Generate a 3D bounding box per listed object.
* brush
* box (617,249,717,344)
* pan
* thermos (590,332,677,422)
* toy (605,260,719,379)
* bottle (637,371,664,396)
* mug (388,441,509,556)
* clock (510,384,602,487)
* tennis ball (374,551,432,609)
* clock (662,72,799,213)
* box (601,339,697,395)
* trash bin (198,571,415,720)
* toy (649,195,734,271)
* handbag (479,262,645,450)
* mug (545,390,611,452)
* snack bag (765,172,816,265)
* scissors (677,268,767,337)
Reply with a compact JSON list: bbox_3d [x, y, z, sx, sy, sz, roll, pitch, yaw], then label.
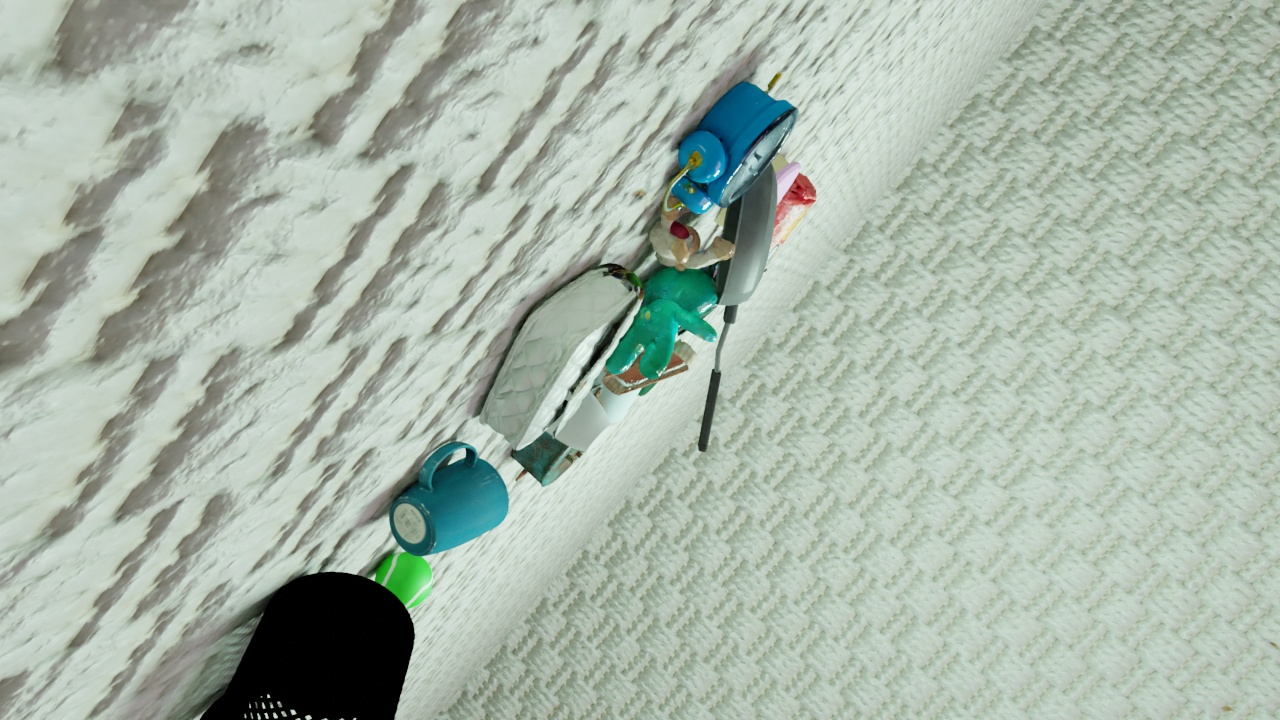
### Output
[{"bbox_3d":[0.130,-0.181,1.216,0.089,0.043,0.229,-39,167,-45],"label":"brush"},{"bbox_3d":[0.017,-0.065,1.108,0.209,0.037,0.066,-44,-156,-29],"label":"box"},{"bbox_3d":[0.107,-0.062,1.058,0.178,0.041,0.358,-85,-176,-74],"label":"pan"},{"bbox_3d":[-0.018,0.006,1.227,0.077,0.065,0.207,3,146,-20],"label":"thermos"},{"bbox_3d":[0.028,-0.056,1.003,0.192,0.131,0.072,-59,144,-37],"label":"toy"},{"bbox_3d":[0.009,-0.007,1.312,0.061,0.061,0.131,-47,171,-27],"label":"bottle"},{"bbox_3d":[-0.198,0.138,0.933,0.104,0.084,0.112,-24,126,-56],"label":"mug"},{"bbox_3d":[-0.096,0.096,1.214,0.158,0.073,0.121,-53,170,19],"label":"clock"},{"bbox_3d":[-0.273,0.253,1.058,0.065,0.065,0.065,-47,171,-10],"label":"tennis ball"},{"bbox_3d":[0.082,-0.197,0.874,0.161,0.060,0.117,-44,171,-19],"label":"clock"},{"bbox_3d":[-0.007,0.003,1.109,0.188,0.085,0.048,-25,-145,57],"label":"box"},{"bbox_3d":[-0.305,0.317,0.859,0.195,0.195,0.200,-32,152,-60],"label":"trash bin"},{"bbox_3d":[0.048,-0.124,0.969,0.074,0.085,0.106,-21,170,-22],"label":"toy"},{"bbox_3d":[-0.076,0.003,0.920,0.138,0.072,0.195,-41,169,-46],"label":"handbag"},{"bbox_3d":[-0.077,0.062,1.103,0.071,0.089,0.107,-51,171,13],"label":"mug"},{"bbox_3d":[0.178,-0.194,1.289,0.082,0.082,0.177,-38,167,-49],"label":"snack bag"},{"bbox_3d":[0.092,-0.080,1.291,0.202,0.015,0.202,-35,168,9],"label":"scissors"}]
